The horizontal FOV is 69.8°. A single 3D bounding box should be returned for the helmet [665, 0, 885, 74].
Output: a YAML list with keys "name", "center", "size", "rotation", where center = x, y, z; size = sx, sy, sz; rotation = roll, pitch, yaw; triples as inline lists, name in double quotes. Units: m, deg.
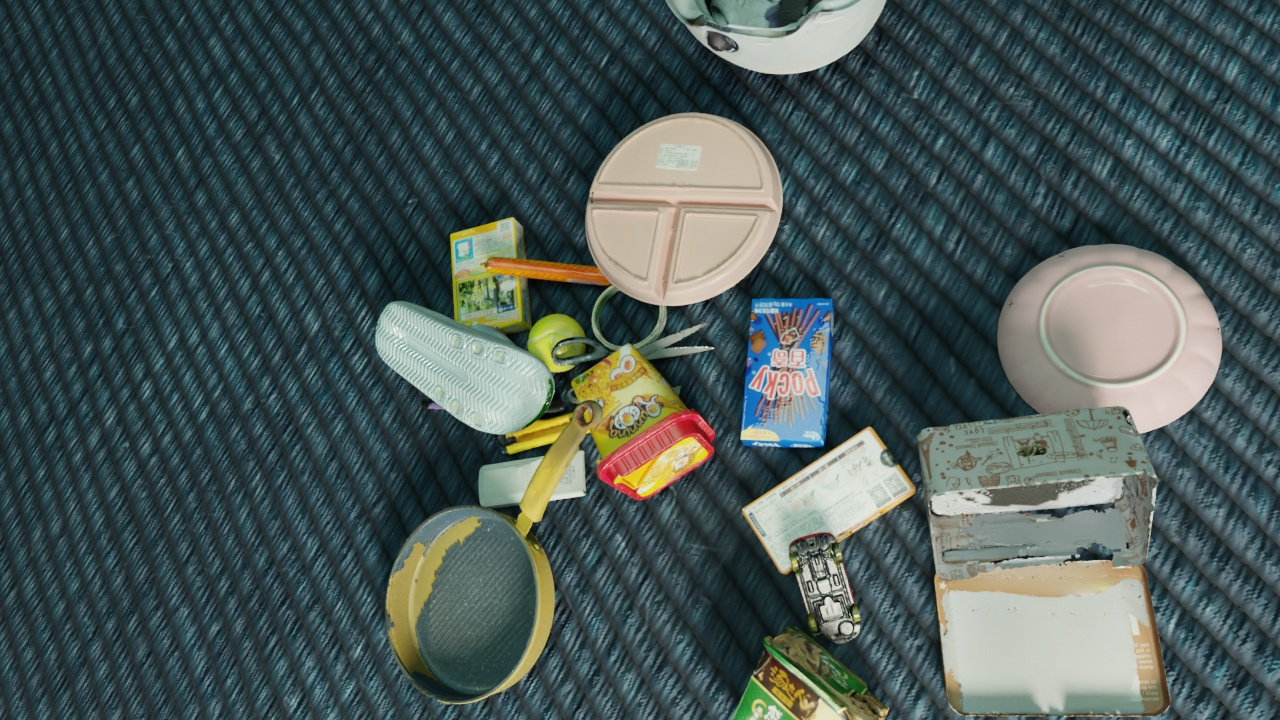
- name: "helmet"
  center: [0.161, -0.417, 1.027]
  size: [0.259, 0.146, 0.228]
  rotation: [12, 75, 30]

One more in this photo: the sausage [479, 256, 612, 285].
- name: "sausage"
  center: [-0.104, -0.103, 1.056]
  size: [0.165, 0.021, 0.021]
  rotation: [6, 73, 2]

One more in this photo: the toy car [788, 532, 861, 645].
- name: "toy car"
  center: [0.173, 0.214, 0.861]
  size: [0.049, 0.031, 0.106]
  rotation: [-17, 92, 8]

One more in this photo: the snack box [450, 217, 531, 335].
- name: "snack box"
  center: [-0.180, -0.095, 1.095]
  size: [0.087, 0.034, 0.140]
  rotation: [-13, 67, 14]

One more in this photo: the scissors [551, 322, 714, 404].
- name: "scissors"
  center: [-0.014, -0.005, 0.989]
  size: [0.164, 0.164, 0.014]
  rotation: [-52, 24, 26]

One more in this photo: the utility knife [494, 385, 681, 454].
- name: "utility knife"
  center: [-0.060, 0.063, 1.010]
  size: [0.223, 0.015, 0.033]
  rotation: [-17, 70, 12]

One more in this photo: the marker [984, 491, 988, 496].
- name: "marker"
  center: [0.367, 0.108, 0.849]
  size: [0.145, 0.017, 0.017]
  rotation: [-15, 68, 13]

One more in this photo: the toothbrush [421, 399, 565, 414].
- name: "toothbrush"
  center: [-0.170, 0.053, 1.055]
  size: [0.189, 0.017, 0.014]
  rotation: [-1, 60, 21]

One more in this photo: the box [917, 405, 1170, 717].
- name: "box"
  center: [0.343, 0.174, 0.795]
  size: [0.180, 0.136, 0.269]
  rotation: [-7, 100, 15]

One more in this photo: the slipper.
- name: "slipper"
  center: [-0.198, 0.003, 1.036]
  size: [0.245, 0.074, 0.104]
  rotation: [25, 106, 24]

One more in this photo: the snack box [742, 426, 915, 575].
- name: "snack box"
  center: [0.183, 0.137, 0.896]
  size: [0.154, 0.026, 0.075]
  rotation: [-34, 65, 6]

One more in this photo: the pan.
- name: "pan"
  center: [-0.137, 0.185, 0.927]
  size: [0.197, 0.078, 0.358]
  rotation: [44, 99, 29]

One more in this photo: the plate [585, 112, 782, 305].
- name: "plate"
  center: [0.041, -0.173, 1.017]
  size: [0.230, 0.028, 0.229]
  rotation: [-5, 74, 19]

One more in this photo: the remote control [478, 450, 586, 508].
- name: "remote control"
  center: [-0.119, 0.131, 1.002]
  size: [0.125, 0.024, 0.049]
  rotation: [-10, 70, 14]

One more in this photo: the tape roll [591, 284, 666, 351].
- name: "tape roll"
  center: [-0.013, -0.050, 1.033]
  size: [0.086, 0.014, 0.085]
  rotation: [-6, 70, 16]

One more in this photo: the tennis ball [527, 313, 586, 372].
- name: "tennis ball"
  center: [-0.093, -0.019, 1.020]
  size: [0.065, 0.065, 0.065]
  rotation: [-6, 70, 17]

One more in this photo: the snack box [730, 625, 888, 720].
- name: "snack box"
  center: [0.137, 0.316, 0.811]
  size: [0.117, 0.118, 0.105]
  rotation: [37, 96, 25]

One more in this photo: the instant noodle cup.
- name: "instant noodle cup"
  center: [-0.002, 0.060, 0.936]
  size: [0.116, 0.116, 0.123]
  rotation: [-34, 63, 5]

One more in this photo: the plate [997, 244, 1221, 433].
- name: "plate"
  center: [0.437, -0.027, 0.858]
  size: [0.193, 0.039, 0.192]
  rotation: [-6, 70, 17]

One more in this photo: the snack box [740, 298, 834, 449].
- name: "snack box"
  center: [0.153, 0.012, 0.949]
  size: [0.085, 0.026, 0.157]
  rotation: [1, 72, 18]
